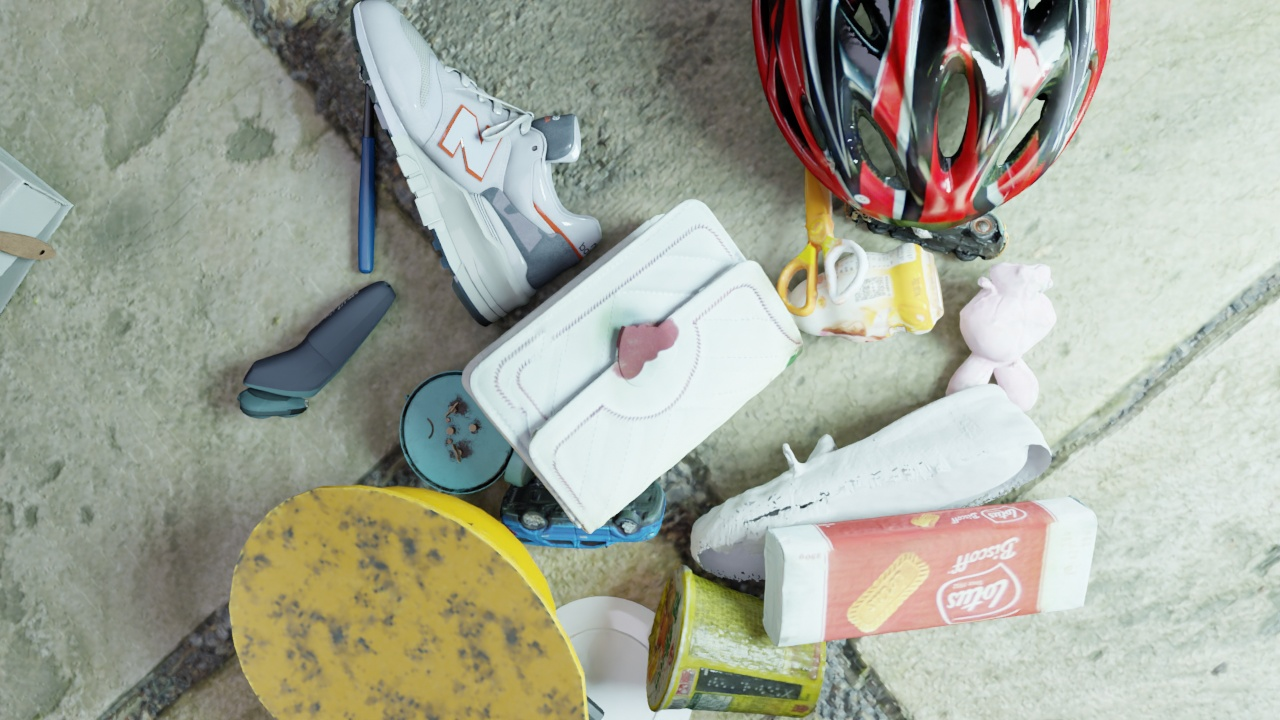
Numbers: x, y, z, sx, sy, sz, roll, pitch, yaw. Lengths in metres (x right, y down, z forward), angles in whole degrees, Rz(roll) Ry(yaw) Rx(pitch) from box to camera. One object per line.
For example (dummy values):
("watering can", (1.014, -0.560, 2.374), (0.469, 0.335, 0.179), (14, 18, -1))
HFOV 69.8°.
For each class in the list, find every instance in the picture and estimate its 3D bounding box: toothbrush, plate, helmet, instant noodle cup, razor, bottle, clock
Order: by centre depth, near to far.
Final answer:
("helmet", (0.178, -0.220, 0.568), (0.217, 0.167, 0.272), (-6, 88, 9))
("bottle", (0.150, -0.043, 0.634), (0.109, 0.063, 0.063), (-10, 91, 22))
("helmet", (-0.140, 0.182, 0.640), (0.255, 0.131, 0.205), (41, 105, 3))
("instant noodle cup", (0.067, 0.202, 0.640), (0.108, 0.102, 0.102), (14, 94, -6))
("clock", (-0.113, 0.048, 0.668), (0.124, 0.053, 0.090), (-5, 93, 11))
("plate", (-0.027, 0.245, 0.690), (0.134, 0.011, 0.134), (0, 92, 7))
("razor", (-0.242, -0.009, 0.692), (0.143, 0.047, 0.052), (-43, 111, 4))
("toothbrush", (-0.206, -0.150, 0.694), (0.014, 0.014, 0.168), (0, 96, -27))

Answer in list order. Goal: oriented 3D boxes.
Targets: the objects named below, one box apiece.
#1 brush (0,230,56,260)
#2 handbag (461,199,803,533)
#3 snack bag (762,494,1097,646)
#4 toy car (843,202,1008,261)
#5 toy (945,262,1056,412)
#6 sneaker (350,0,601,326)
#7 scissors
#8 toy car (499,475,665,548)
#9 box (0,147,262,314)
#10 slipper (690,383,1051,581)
("brush", (-0.472, -0.088, 0.663), (0.008, 0.143, 0.045), (37, 87, 3))
("handbag", (-0.004, 0.004, 0.610), (0.198, 0.096, 0.142), (-41, 98, -12))
("snack bag", (0.192, 0.139, 0.608), (0.225, 0.041, 0.077), (-3, 108, -9))
("toy car", (0.199, -0.106, 0.633), (0.112, 0.047, 0.047), (20, 78, 9))
("toy", (0.249, -0.016, 0.632), (0.063, 0.047, 0.110), (4, 110, -3))
("sneaker", (-0.105, -0.154, 0.654), (0.124, 0.088, 0.240), (-20, 98, 2))
("scissors", (0.127, -0.090, 0.628), (0.070, 0.013, 0.130), (-11, 59, 37))
("toy car", (-0.041, 0.110, 0.668), (0.120, 0.056, 0.044), (-2, 122, 11))
("box", (-0.546, -0.117, 0.841), (0.169, 0.403, 0.172), (37, 95, 5))
("slipper", (0.147, 0.086, 0.631), (0.247, 0.074, 0.112), (-26, 125, 13))
